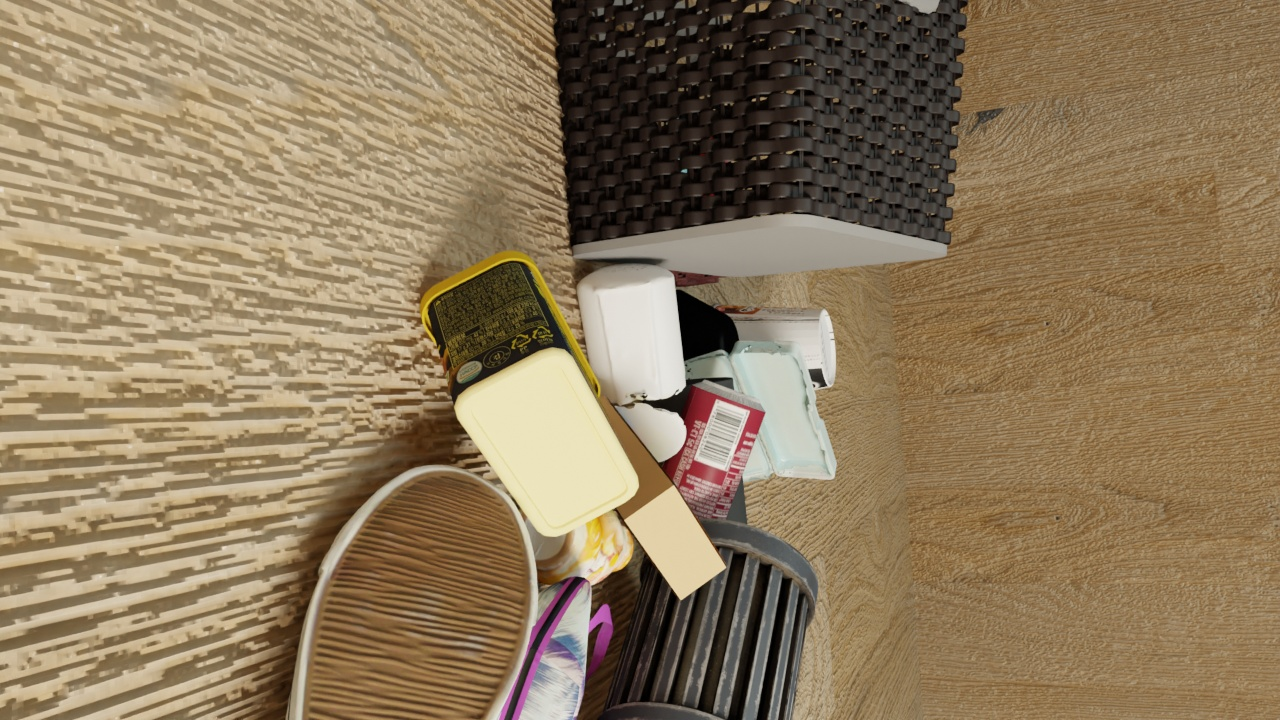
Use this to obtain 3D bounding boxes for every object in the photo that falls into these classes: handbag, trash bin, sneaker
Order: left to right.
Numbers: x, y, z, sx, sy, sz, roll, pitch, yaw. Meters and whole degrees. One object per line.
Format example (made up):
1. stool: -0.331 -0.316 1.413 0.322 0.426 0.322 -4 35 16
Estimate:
1. sneaker: -0.116 0.189 0.421 0.120 0.128 0.293 21 46 -17
2. handbag: -0.055 0.195 0.568 0.169 0.068 0.144 -8 118 -77
3. trash bin: 0.044 0.241 0.655 0.226 0.164 0.164 -69 146 -43

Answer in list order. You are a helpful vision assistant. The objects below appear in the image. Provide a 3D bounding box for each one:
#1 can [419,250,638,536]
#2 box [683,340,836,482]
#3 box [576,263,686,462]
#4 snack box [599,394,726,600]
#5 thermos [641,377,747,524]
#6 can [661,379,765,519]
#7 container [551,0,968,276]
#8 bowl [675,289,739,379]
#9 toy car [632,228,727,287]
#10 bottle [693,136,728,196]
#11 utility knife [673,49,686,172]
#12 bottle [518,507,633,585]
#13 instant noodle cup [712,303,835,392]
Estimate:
1. can: -0.061 0.021 0.523 0.131 0.072 0.101 64 -3 -41
2. box: 0.113 0.057 0.910 0.043 0.136 0.197 -80 153 -42
3. box: -0.004 0.007 0.715 0.092 0.081 0.161 -100 -178 -78
4. snack box: 0.000 0.093 0.647 0.088 0.040 0.126 59 -7 -34
5. thermos: 0.053 0.139 0.817 0.082 0.082 0.240 -12 96 -67
6. can: 0.054 0.077 0.741 0.063 0.063 0.114 18 93 -66
7. container: 0.091 -0.201 0.707 0.246 0.246 0.243 1 89 -46
8. bowl: 0.069 -0.012 0.924 0.124 0.053 0.124 -4 90 -67
9. toy car: 0.044 -0.106 0.871 0.169 0.062 0.070 -2 87 -67
10. bottle: 0.074 -0.198 0.988 0.042 0.042 0.141 60 33 -46
11. utility knife: 0.037 -0.247 0.953 0.022 0.015 0.168 19 65 -64
12. bottle: -0.041 0.123 0.623 0.109 0.063 0.063 35 53 -63
13. instant noodle cup: 0.149 -0.009 1.026 0.123 0.122 0.123 -4 90 -67
